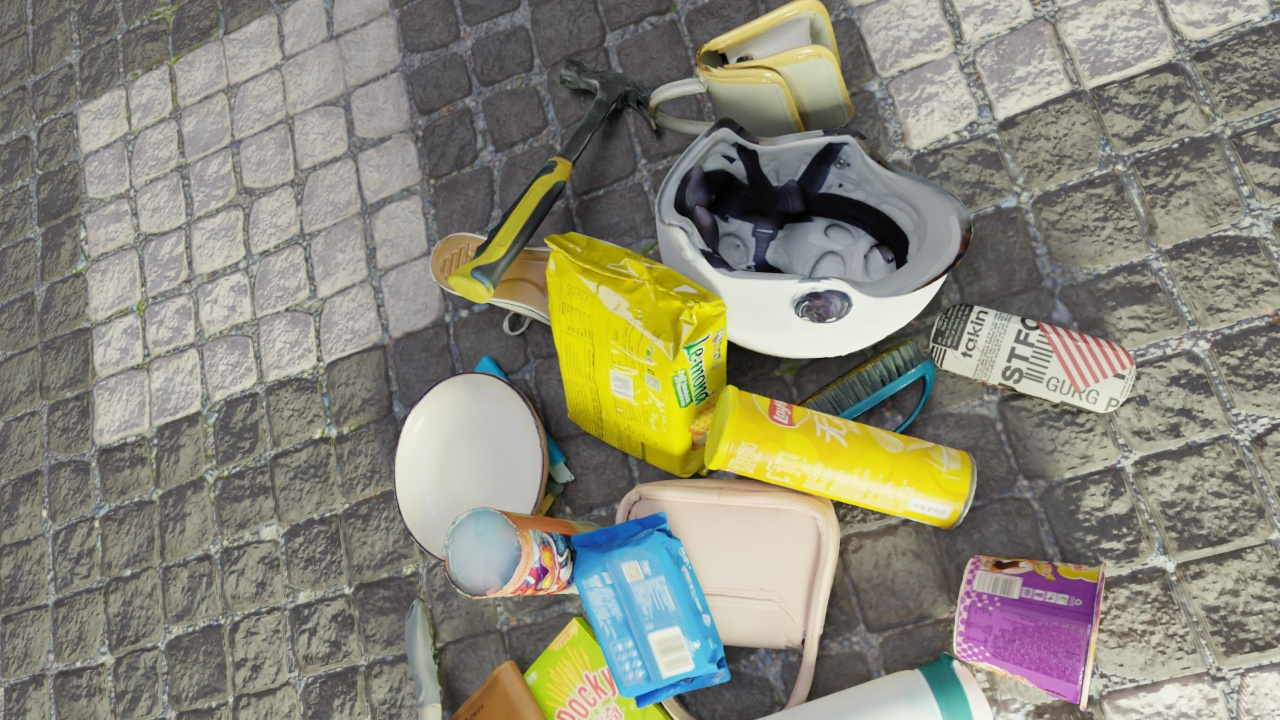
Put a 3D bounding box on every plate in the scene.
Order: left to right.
[{"bbox_3d":[-0.165,0.108,0.920,0.193,0.039,0.192,-6,79,29],"label":"plate"}]

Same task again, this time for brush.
[{"bbox_3d":[0.198,0.044,0.813,0.144,0.055,0.073,-32,79,9],"label":"brush"}]

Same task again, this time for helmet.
[{"bbox_3d":[0.137,-0.087,0.802,0.259,0.146,0.228,9,46,3],"label":"helmet"}]

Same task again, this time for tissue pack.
[{"bbox_3d":[0.007,0.206,0.767,0.095,0.052,0.157,-22,90,18],"label":"tissue pack"}]

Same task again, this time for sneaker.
[{"bbox_3d":[-0.089,-0.073,0.925,0.241,0.088,0.118,15,95,0],"label":"sneaker"}]

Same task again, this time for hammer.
[{"bbox_3d":[-0.084,-0.181,0.905,0.126,0.032,0.322,21,58,13],"label":"hammer"}]

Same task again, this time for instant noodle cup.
[{"bbox_3d":[0.303,0.204,0.716,0.099,0.111,0.111,6,79,30],"label":"instant noodle cup"}]

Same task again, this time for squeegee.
[{"bbox_3d":[-0.191,0.336,0.864,0.247,0.039,0.246,-45,54,28],"label":"squeegee"}]

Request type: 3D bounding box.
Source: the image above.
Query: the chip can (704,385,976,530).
[{"bbox_3d":[0.163,0.081,0.761,0.213,0.072,0.072,15,82,-3],"label":"chip can"}]

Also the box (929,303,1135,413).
[{"bbox_3d":[0.328,-0.004,0.775,0.164,0.064,0.074,15,67,22],"label":"box"}]

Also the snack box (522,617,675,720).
[{"bbox_3d":[-0.034,0.322,0.842,0.156,0.026,0.086,43,93,23],"label":"snack box"}]

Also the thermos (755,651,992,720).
[{"bbox_3d":[0.167,0.303,0.737,0.224,0.073,0.073,-19,71,0],"label":"thermos"}]

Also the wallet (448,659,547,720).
[{"bbox_3d":[-0.121,0.365,0.849,0.119,0.035,0.130,-49,62,21],"label":"wallet"}]

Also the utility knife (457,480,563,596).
[{"bbox_3d":[-0.133,0.176,0.920,0.031,0.018,0.152,42,97,28],"label":"utility knife"}]

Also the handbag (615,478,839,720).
[{"bbox_3d":[0.076,0.222,0.807,0.193,0.093,0.234,-1,85,19],"label":"handbag"}]

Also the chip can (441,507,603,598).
[{"bbox_3d":[-0.089,0.168,0.795,0.071,0.214,0.071,-5,76,18],"label":"chip can"}]

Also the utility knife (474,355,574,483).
[{"bbox_3d":[-0.121,0.063,0.938,0.034,0.018,0.166,-43,69,5],"label":"utility knife"}]

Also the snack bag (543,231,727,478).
[{"bbox_3d":[-0.005,0.005,0.804,0.158,0.247,0.068,24,57,22],"label":"snack bag"}]

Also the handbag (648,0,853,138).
[{"bbox_3d":[0.102,-0.243,0.856,0.179,0.163,0.063,-17,73,16],"label":"handbag"}]
